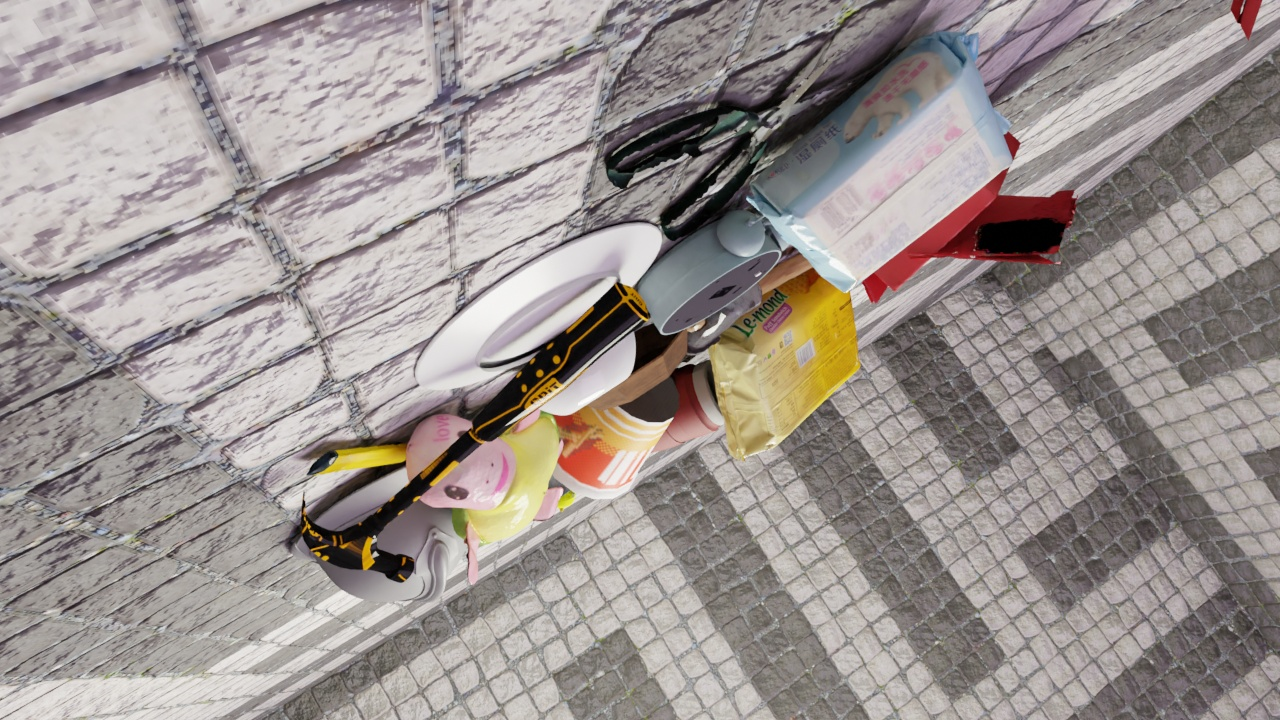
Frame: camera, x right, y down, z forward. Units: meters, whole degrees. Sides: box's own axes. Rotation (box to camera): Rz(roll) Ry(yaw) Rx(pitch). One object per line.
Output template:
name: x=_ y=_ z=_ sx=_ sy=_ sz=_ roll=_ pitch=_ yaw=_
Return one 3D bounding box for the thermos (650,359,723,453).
thermos: x=0.003 y=0.063 z=1.092 sx=0.199 sy=0.083 sz=0.108 roll=-23 pitch=135 yaw=24

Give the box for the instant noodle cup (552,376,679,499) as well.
instant noodle cup: x=-0.029 y=0.062 z=0.976 sx=0.123 sy=0.123 sz=0.121 roll=-22 pitch=157 yaw=-47

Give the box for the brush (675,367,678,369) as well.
brush: x=0.100 y=0.030 z=1.177 sx=0.082 sy=0.042 sz=0.174 roll=-6 pitch=-177 yaw=-32

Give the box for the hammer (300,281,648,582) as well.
hammer: x=-0.123 y=0.053 z=0.689 sx=0.321 sy=0.036 sz=0.123 roll=-41 pitch=132 yaw=11

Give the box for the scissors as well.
scissors: x=0.049 y=-0.127 z=0.596 sx=0.201 sy=0.015 sz=0.205 roll=-26 pitch=167 yaw=-23

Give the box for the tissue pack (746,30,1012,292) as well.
tissue pack: x=0.177 y=-0.141 z=0.658 sx=0.182 sy=0.070 sz=0.112 roll=-40 pitch=134 yaw=13

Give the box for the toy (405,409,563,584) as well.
toy: x=-0.129 y=0.105 z=0.842 sx=0.190 sy=0.088 sz=0.238 roll=-66 pitch=157 yaw=2

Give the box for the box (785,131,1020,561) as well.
box: x=0.275 y=-0.017 z=0.980 sx=0.213 sy=0.171 sz=0.479 roll=-43 pitch=139 yaw=-53

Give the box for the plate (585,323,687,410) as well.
plate: x=-0.005 y=0.005 z=0.868 sx=0.131 sy=0.025 sz=0.131 roll=-32 pitch=-164 yaw=10

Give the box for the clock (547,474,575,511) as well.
clock: x=-0.106 y=0.123 z=1.054 sx=0.119 sy=0.083 sz=0.057 roll=-67 pitch=169 yaw=20

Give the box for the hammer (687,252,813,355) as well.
hammer: x=0.157 y=-0.096 z=0.988 sx=0.327 sy=0.052 sz=0.098 roll=-29 pitch=169 yaw=-39

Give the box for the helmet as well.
helmet: x=-0.234 y=0.187 z=0.911 sx=0.182 sy=0.117 sz=0.272 roll=-25 pitch=169 yaw=-36

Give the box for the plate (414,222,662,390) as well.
plate: x=-0.069 y=-0.032 z=0.677 sx=0.208 sy=0.015 sz=0.209 roll=-32 pitch=170 yaw=-7

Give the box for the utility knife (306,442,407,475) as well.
utility knife: x=-0.209 y=0.080 z=0.770 sx=0.030 sy=0.019 sz=0.224 roll=-30 pitch=169 yaw=11

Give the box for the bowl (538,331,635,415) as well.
bowl: x=-0.049 y=0.009 z=0.776 sx=0.114 sy=0.050 sz=0.114 roll=-32 pitch=180 yaw=0

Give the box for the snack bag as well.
snack bag: x=0.174 y=-0.009 z=1.057 sx=0.068 sy=0.160 sz=0.246 roll=9 pitch=-145 yaw=44

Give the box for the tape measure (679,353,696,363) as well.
tape measure: x=0.046 y=-0.015 z=1.048 sx=0.062 sy=0.034 sz=0.061 roll=-37 pitch=171 yaw=27

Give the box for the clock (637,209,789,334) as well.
clock: x=0.066 y=-0.081 z=0.776 sx=0.160 sy=0.045 sz=0.122 roll=-41 pitch=167 yaw=32
